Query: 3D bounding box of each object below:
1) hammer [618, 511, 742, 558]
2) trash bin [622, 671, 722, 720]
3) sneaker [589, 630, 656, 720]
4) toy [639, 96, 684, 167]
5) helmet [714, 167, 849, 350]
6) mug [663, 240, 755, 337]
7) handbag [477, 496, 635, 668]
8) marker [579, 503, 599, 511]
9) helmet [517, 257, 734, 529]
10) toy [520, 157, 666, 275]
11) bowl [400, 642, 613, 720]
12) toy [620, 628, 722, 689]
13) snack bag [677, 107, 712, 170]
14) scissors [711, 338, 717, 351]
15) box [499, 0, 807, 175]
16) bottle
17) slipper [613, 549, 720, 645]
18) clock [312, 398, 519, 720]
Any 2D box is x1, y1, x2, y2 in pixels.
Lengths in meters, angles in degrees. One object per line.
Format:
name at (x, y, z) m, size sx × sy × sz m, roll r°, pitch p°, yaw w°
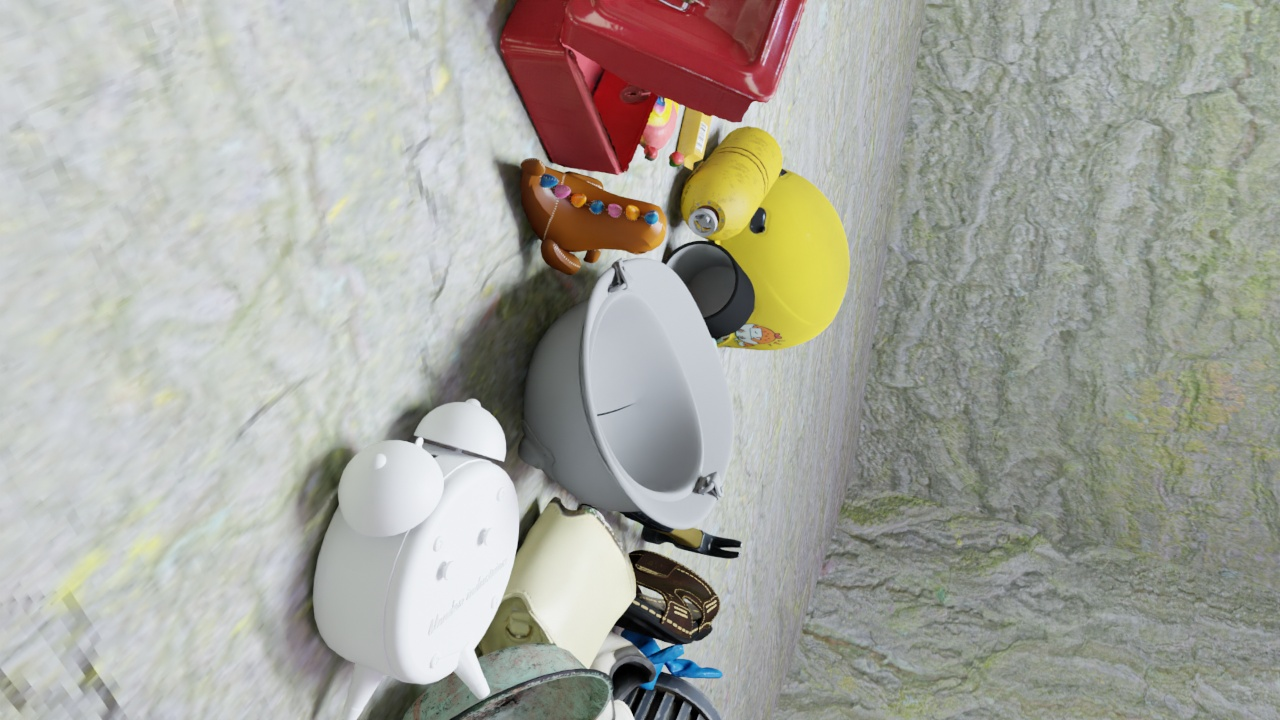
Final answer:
hammer at (0.011, 0.143, 0.859) m, size 0.333 × 0.118 × 0.025 m, roll 47°, pitch 56°, yaw -62°
trash bin at (-0.010, 0.432, 0.901) m, size 0.226 × 0.164 × 0.164 m, roll -50°, pitch 148°, yaw -60°
sneaker at (-0.060, 0.320, 0.757) m, size 0.240 × 0.102 × 0.089 m, roll -50°, pitch 148°, yaw -51°
toy at (0.006, -0.199, 0.687) m, size 0.084 × 0.046 × 0.103 m, roll -6°, pitch 99°, yaw -47°
helmet at (0.173, -0.118, 1.075) m, size 0.240 × 0.140 × 0.208 m, roll 76°, pitch 32°, yaw -52°
mug at (0.055, -0.054, 0.897) m, size 0.113 × 0.078 × 0.088 m, roll -50°, pitch 161°, yaw 5°
handbag at (-0.064, 0.180, 0.698) m, size 0.119 × 0.081 × 0.111 m, roll -53°, pitch 143°, yaw -46°
marker at (-0.068, 0.189, 0.780) m, size 0.016 × 0.016 × 0.140 m, roll 68°, pitch 39°, yaw -59°
helmet at (-0.025, 0.031, 0.662) m, size 0.183 × 0.118 × 0.270 m, roll 66°, pitch 21°, yaw -10°
toy at (-0.030, -0.098, 0.579) m, size 0.103 × 0.090 × 0.070 m, roll 59°, pitch 45°, yaw -70°
bowl at (-0.096, 0.233, 0.598) m, size 0.157 × 0.038 × 0.158 m, roll -22°, pitch 144°, yaw -17°
toy at (-0.013, 0.307, 0.914) m, size 0.176 × 0.113 × 0.071 m, roll -4°, pitch 93°, yaw -46°
snack bag at (0.053, -0.225, 0.843) m, size 0.026 × 0.020 × 0.099 m, roll 7°, pitch 95°, yaw -63°
scissors at (0.073, 0.048, 0.948) m, size 0.173 × 0.022 × 0.172 m, roll -88°, pitch 172°, yaw -46°
box at (0.003, -0.210, 0.573) m, size 0.157 × 0.154 × 0.169 m, roll -68°, pitch -170°, yaw -19°
bottle at (0.084, -0.167, 0.891) m, size 0.163 × 0.071 × 0.071 m, roll -56°, pitch 152°, yaw -50°
slipper at (0.016, 0.231, 0.908) m, size 0.268 × 0.113 × 0.075 m, roll 42°, pitch 63°, yaw -64°
clock at (-0.113, 0.111, 0.509) m, size 0.125 × 0.073 × 0.161 m, roll -37°, pitch 136°, yaw -62°
